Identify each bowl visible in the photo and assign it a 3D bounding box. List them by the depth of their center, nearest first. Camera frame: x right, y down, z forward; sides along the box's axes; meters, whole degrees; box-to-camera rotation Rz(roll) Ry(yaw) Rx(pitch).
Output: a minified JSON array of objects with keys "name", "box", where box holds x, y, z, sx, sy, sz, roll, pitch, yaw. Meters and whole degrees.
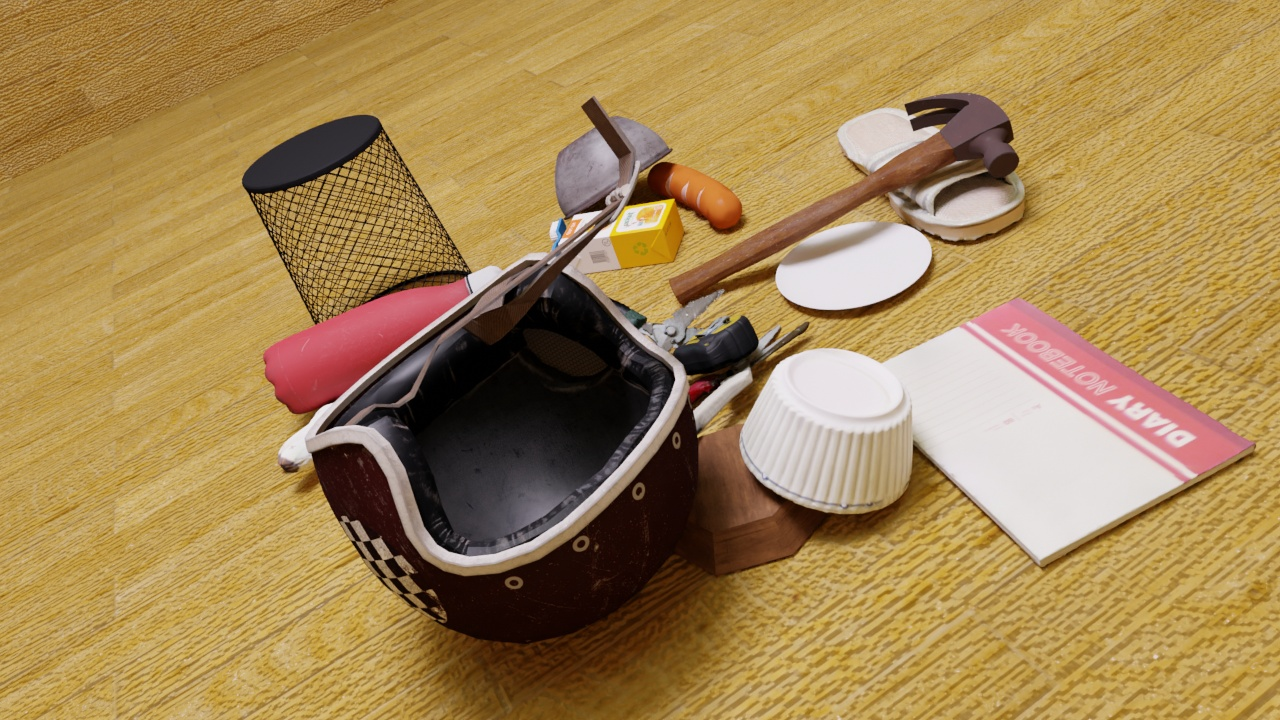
[{"name":"bowl","box":[0.126,0.038,0.601,0.115,0.063,0.115,4,34,-3]},{"name":"bowl","box":[-0.042,-0.224,1.028,0.145,0.067,0.145,-32,11,7]}]

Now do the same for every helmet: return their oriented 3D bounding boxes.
[{"name":"helmet","box":[-0.079,0.040,0.571,0.235,0.253,0.232,-22,21,47]}]

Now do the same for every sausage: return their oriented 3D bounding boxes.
[{"name":"sausage","box":[0.059,-0.181,0.989,0.044,0.039,0.164,-35,36,-9]}]

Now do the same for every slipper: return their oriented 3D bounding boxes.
[{"name":"slipper","box":[0.270,-0.195,0.886,0.114,0.054,0.272,-18,34,-2]}]

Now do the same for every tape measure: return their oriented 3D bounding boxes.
[{"name":"tape measure","box":[0.063,-0.014,0.737,0.061,0.034,0.062,-31,10,-27]}]

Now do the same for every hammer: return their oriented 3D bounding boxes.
[{"name":"hammer","box":[0.172,-0.138,0.825,0.323,0.033,0.115,-28,44,12]}]

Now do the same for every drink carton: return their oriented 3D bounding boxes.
[{"name":"drink carton","box":[-0.022,-0.128,0.959,0.123,0.040,0.058,-5,38,22]}]

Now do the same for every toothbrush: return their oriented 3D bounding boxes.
[{"name":"toothbrush","box":[-0.098,-0.107,0.993,0.014,0.016,0.166,-11,36,14]}]

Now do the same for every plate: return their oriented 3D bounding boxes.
[{"name":"plate","box":[0.067,0.087,0.633,0.131,0.025,0.131,-15,35,10]},{"name":"plate","box":[0.187,-0.081,0.809,0.135,0.011,0.134,-15,35,10]}]

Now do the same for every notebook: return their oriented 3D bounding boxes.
[{"name":"notebook","box":[0.259,0.034,0.614,0.153,0.012,0.208,-26,35,-7]}]

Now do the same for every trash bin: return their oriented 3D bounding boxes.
[{"name":"trash bin","box":[-0.289,-0.125,0.948,0.184,0.210,0.183,-14,35,10]}]

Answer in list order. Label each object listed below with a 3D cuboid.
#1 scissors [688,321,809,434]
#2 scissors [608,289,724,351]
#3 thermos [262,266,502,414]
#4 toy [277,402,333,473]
[{"name":"scissors","box":[0.054,0.026,0.717,0.187,0.015,0.179,-26,13,15]},{"name":"scissors","box":[-0.002,0.004,0.763,0.206,0.015,0.179,0,57,-3]},{"name":"thermos","box":[-0.234,-0.026,0.873,0.240,0.073,0.073,-24,35,0]},{"name":"toy","box":[-0.280,0.062,0.845,0.122,0.038,0.079,-35,24,-28]}]
